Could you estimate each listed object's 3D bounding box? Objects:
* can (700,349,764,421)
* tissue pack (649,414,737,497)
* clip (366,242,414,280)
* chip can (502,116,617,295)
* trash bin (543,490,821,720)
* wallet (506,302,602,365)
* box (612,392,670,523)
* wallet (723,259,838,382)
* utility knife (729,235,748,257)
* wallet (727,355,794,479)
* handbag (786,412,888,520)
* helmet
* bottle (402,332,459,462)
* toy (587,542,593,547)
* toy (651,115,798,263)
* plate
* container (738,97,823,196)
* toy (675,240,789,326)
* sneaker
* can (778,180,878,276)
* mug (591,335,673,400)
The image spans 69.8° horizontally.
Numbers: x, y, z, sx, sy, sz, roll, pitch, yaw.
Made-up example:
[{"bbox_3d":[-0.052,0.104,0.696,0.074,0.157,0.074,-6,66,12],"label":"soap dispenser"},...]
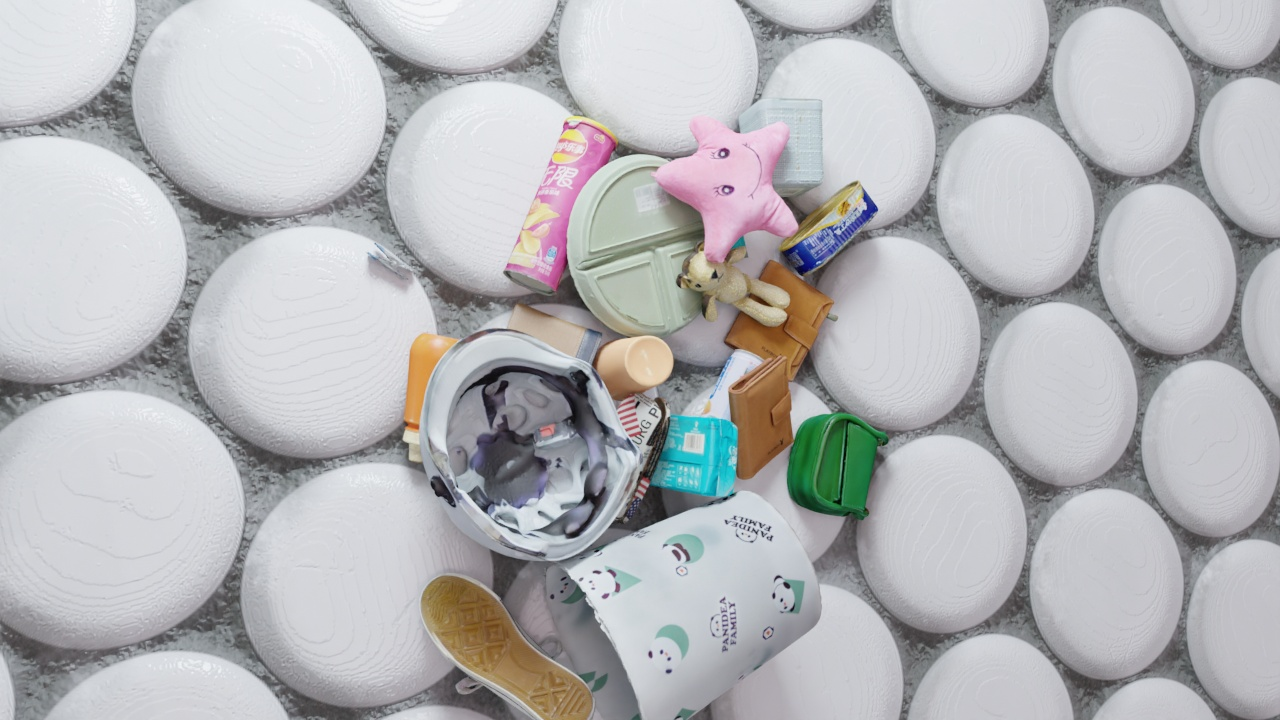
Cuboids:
[{"bbox_3d":[0.113,0.055,1.169,0.053,0.053,0.134,30,77,-12],"label":"can"},{"bbox_3d":[0.056,0.113,1.110,0.050,0.134,0.093,9,85,-42],"label":"tissue pack"},{"bbox_3d":[-0.293,-0.117,1.078,0.058,0.026,0.038,37,84,-16],"label":"clip"},{"bbox_3d":[-0.097,-0.187,1.118,0.071,0.071,0.210,23,79,-14],"label":"chip can"},{"bbox_3d":[0.053,0.283,1.050,0.251,0.230,0.229,-22,92,-22],"label":"trash bin"},{"bbox_3d":[-0.112,-0.012,1.115,0.115,0.033,0.090,21,77,-8],"label":"wallet"},{"bbox_3d":[-0.002,0.120,1.100,0.082,0.075,0.163,9,106,-51],"label":"box"},{"bbox_3d":[0.189,-0.048,1.215,0.119,0.035,0.130,31,77,-5],"label":"wallet"},{"bbox_3d":[0.110,-0.209,1.214,0.029,0.013,0.157,-14,87,-20],"label":"utility knife"},{"bbox_3d":[0.153,0.071,1.154,0.107,0.031,0.132,-32,127,-37],"label":"wallet"},{"bbox_3d":[0.260,0.139,1.203,0.120,0.068,0.131,21,78,-22],"label":"handbag"},{"bbox_3d":[-0.141,0.102,1.028,0.258,0.146,0.228,48,56,-4],"label":"helmet"},{"bbox_3d":[-0.244,0.045,1.062,0.066,0.067,0.149,12,89,-15],"label":"bottle"},{"bbox_3d":[-0.113,0.195,1.103,0.096,0.030,0.092,-17,85,-10],"label":"toy"},{"bbox_3d":[0.101,-0.210,1.114,0.178,0.075,0.194,1,76,-4],"label":"toy"},{"bbox_3d":[0.015,-0.140,1.136,0.229,0.028,0.230,-2,94,-34],"label":"plate"},{"bbox_3d":[0.185,-0.276,1.204,0.090,0.090,0.111,-3,89,-17],"label":"container"},{"bbox_3d":[0.120,-0.091,1.152,0.157,0.066,0.105,24,95,-25],"label":"toy"},{"bbox_3d":[-0.155,0.340,1.048,0.241,0.088,0.118,36,62,11],"label":"sneaker"},{"bbox_3d":[0.251,-0.176,1.221,0.148,0.075,0.049,-43,101,-16],"label":"can"},{"bbox_3d":[-0.007,0.006,1.101,0.078,0.123,0.078,2,84,-18],"label":"mug"}]
